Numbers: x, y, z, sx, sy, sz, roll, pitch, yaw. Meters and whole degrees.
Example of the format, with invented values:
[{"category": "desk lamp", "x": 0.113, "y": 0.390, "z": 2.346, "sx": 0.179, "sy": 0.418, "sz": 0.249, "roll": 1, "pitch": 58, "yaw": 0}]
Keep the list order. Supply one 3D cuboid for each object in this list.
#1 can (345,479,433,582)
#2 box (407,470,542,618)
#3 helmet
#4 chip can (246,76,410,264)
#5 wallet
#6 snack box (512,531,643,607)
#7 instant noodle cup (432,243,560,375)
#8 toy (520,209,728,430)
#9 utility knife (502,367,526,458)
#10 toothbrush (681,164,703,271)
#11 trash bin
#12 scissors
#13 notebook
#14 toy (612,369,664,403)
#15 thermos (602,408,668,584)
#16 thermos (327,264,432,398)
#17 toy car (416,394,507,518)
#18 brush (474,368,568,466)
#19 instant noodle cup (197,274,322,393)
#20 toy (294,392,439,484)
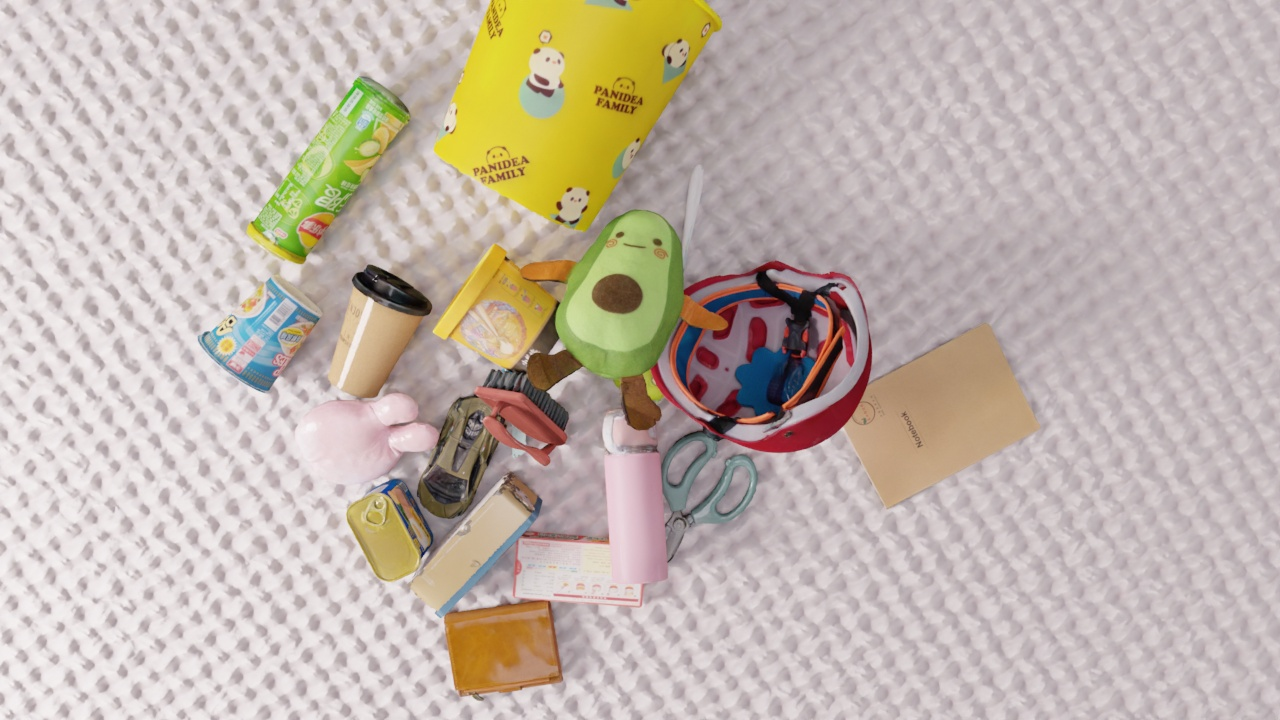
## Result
[{"category": "can", "x": -0.289, "y": 0.195, "z": 1.068, "sx": 0.057, "sy": 0.083, "sz": 0.102, "roll": -26, "pitch": 95, "yaw": 2}, {"category": "box", "x": -0.195, "y": 0.216, "z": 1.069, "sx": 0.061, "sy": 0.089, "sz": 0.184, "roll": 41, "pitch": 97, "yaw": -5}, {"category": "helmet", "x": 0.141, "y": 0.009, "z": 1.012, "sx": 0.240, "sy": 0.144, "sz": 0.206, "roll": 10, "pitch": 69, "yaw": 32}, {"category": "chip can", "x": -0.347, "y": -0.213, "z": 1.028, "sx": 0.072, "sy": 0.072, "sz": 0.221, "roll": 38, "pitch": 96, "yaw": -4}, {"category": "wallet", "x": -0.165, "y": 0.356, "z": 1.110, "sx": 0.131, "sy": 0.035, "sz": 0.119, "roll": -8, "pitch": 96, "yaw": 2}, {"category": "snack box", "x": -0.073, "y": 0.251, "z": 1.102, "sx": 0.156, "sy": 0.027, "sz": 0.077, "roll": 5, "pitch": 96, "yaw": -1}, {"category": "instant noodle cup", "x": -0.148, "y": -0.049, "z": 1.010, "sx": 0.114, "sy": 0.118, "sz": 0.118, "roll": 35, "pitch": 95, "yaw": -14}, {"category": "toy", "x": -0.020, "y": -0.059, "z": 0.972, "sx": 0.227, "sy": 0.090, "sz": 0.246, "roll": 18, "pitch": 66, "yaw": -3}, {"category": "utility knife", "x": -0.148, "y": 0.008, "z": 1.078, "sx": 0.034, "sy": 0.018, "sz": 0.218, "roll": -2, "pitch": 95, "yaw": -3}, {"category": "toothbrush", "x": 0.053, "y": -0.138, "z": 1.066, "sx": 0.016, "sy": 0.016, "sz": 0.180, "roll": 9, "pitch": 94, "yaw": -3}, {"category": "trash bin", "x": -0.077, "y": -0.289, "z": 0.953, "sx": 0.229, "sy": 0.229, "sz": 0.255, "roll": 29, "pitch": 101, "yaw": -3}, {"category": "scissors", "x": 0.050, "y": 0.164, "z": 1.098, "sx": 0.143, "sy": 0.019, "sz": 0.180, "roll": 42, "pitch": 96, "yaw": -5}, {"category": "notebook", "x": 0.352, "y": 0.067, "z": 1.091, "sx": 0.208, "sy": 0.008, "sz": 0.148, "roll": -28, "pitch": 95, "yaw": 3}, {"category": "toy", "x": -0.006, "y": 0.006, "z": 1.071, "sx": 0.097, "sy": 0.031, "sz": 0.100, "roll": -22, "pitch": 96, "yaw": 17}, {"category": "thermos", "x": -0.011, "y": 0.154, "z": 1.050, "sx": 0.067, "sy": 0.087, "sz": 0.198, "roll": -5, "pitch": 86, "yaw": 27}, {"category": "thermos", "x": -0.301, "y": -0.033, "z": 1.044, "sx": 0.093, "sy": 0.093, "sz": 0.143, "roll": 27, "pitch": 103, "yaw": -3}, {"category": "toy car", "x": -0.212, "y": 0.116, "z": 1.082, "sx": 0.070, "sy": 0.042, "sz": 0.158, "roll": 23, "pitch": 98, "yaw": -2}, {"category": "brush", "x": -0.128, "y": 0.069, "z": 1.030, "sx": 0.063, "sy": 0.146, "sz": 0.069, "roll": 8, "pitch": 67, "yaw": 26}, {"category": "instant noodle cup", "x": -0.425, "y": -0.035, "z": 1.041, "sx": 0.099, "sy": 0.099, "sz": 0.110, "roll": 42, "pitch": 88, "yaw": -4}, {"category": "toy", "x": -0.314, "y": 0.089, "z": 1.054, "sx": 0.159, "sy": 0.054, "sz": 0.121, "roll": -17, "pitch": 129, "yaw": 10}]
